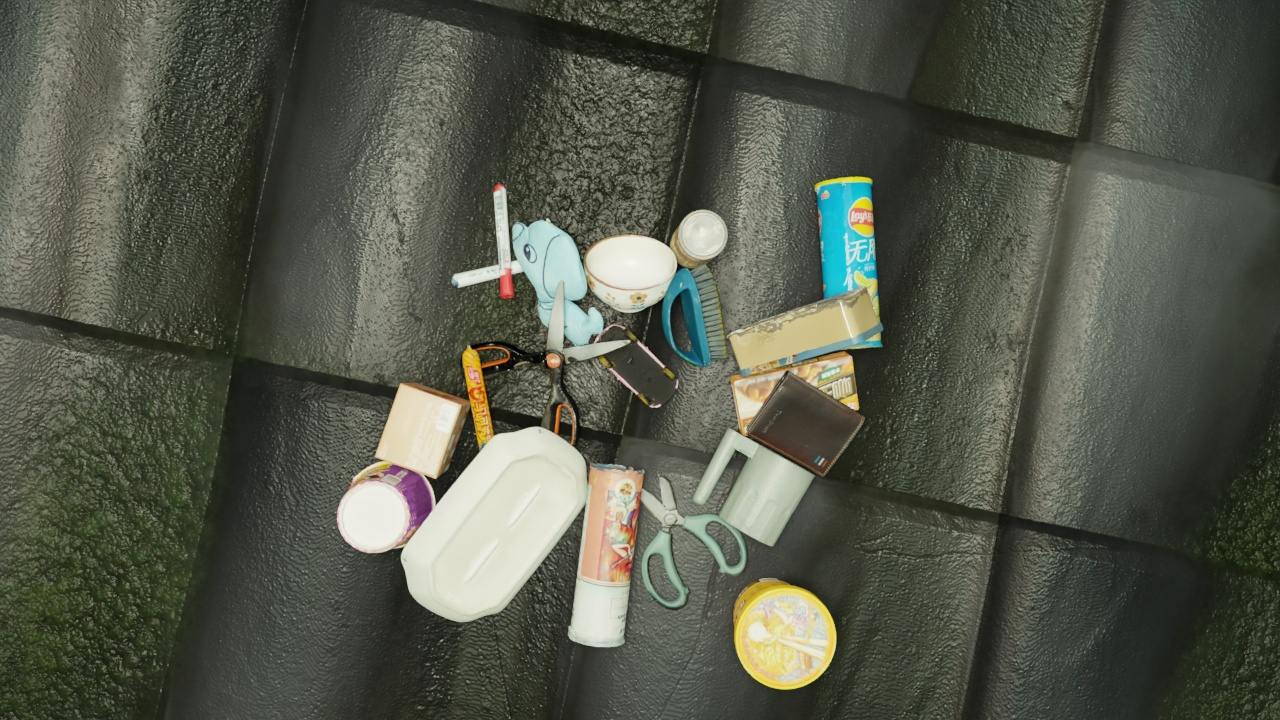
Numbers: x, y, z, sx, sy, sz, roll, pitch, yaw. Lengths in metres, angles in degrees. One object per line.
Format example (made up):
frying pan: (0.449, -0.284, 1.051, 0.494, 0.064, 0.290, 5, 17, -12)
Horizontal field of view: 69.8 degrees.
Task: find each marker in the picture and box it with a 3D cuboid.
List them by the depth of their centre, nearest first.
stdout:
marker: (-0.171, -0.149, 1.143, 0.017, 0.017, 0.145, -5, 79, -3)
marker: (-0.175, -0.115, 1.155, 0.130, 0.018, 0.022, -13, 81, -3)

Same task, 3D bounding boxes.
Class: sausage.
sausage: (-0.198, 0.060, 1.135, 0.021, 0.021, 0.165, -9, 104, -3)

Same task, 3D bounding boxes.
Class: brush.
brush: (0.063, -0.049, 1.120, 0.073, 0.055, 0.144, -20, 130, -7)

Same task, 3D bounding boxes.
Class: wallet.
wallet: (0.206, 0.080, 1.148, 0.122, 0.020, 0.096, 30, 103, -13)

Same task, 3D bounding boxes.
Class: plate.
plate: (-0.169, 0.206, 1.115, 0.162, 0.034, 0.265, 40, 87, -26)

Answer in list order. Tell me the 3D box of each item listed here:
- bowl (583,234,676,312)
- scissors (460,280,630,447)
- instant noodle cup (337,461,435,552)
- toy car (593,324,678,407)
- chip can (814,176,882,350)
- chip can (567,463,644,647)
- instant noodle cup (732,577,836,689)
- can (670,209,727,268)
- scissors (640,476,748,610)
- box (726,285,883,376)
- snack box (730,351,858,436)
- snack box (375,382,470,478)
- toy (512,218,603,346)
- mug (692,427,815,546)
bowl: (-0.013, -0.100, 1.131, 0.113, 0.113, 0.062, 0, 133, -3)
scissors: (-0.116, 0.014, 1.118, 0.234, 0.021, 0.221, -5, 109, 19)
instant noodle cup: (-0.312, 0.182, 1.108, 0.111, 0.099, 0.111, 0, 91, -3)
toy car: (-0.007, 0.007, 1.155, 0.056, 0.037, 0.122, -46, 104, 1)
chip can: (0.260, -0.119, 1.149, 0.071, 0.071, 0.210, -4, 90, -3)
chip can: (-0.042, 0.237, 1.134, 0.071, 0.071, 0.214, 7, 89, -3)
instant noodle cup: (0.167, 0.324, 1.122, 0.118, 0.114, 0.118, 0, 90, -3)
can: (0.069, -0.146, 1.117, 0.058, 0.116, 0.058, 0, 90, -4)
scissors: (0.042, 0.239, 1.164, 0.176, 0.019, 0.172, 41, 89, -3)
box: (0.200, -0.036, 1.098, 0.185, 0.089, 0.062, -15, 95, 39)
snack box: (0.195, 0.042, 1.160, 0.153, 0.026, 0.075, -13, 105, -3)
snack box: (-0.261, 0.082, 1.111, 0.077, 0.094, 0.092, 19, 89, -3)
toy: (-0.102, -0.099, 1.112, 0.161, 0.157, 0.049, 36, 45, 22)
mug: (0.138, 0.157, 1.137, 0.124, 0.083, 0.103, 28, 90, -5)
